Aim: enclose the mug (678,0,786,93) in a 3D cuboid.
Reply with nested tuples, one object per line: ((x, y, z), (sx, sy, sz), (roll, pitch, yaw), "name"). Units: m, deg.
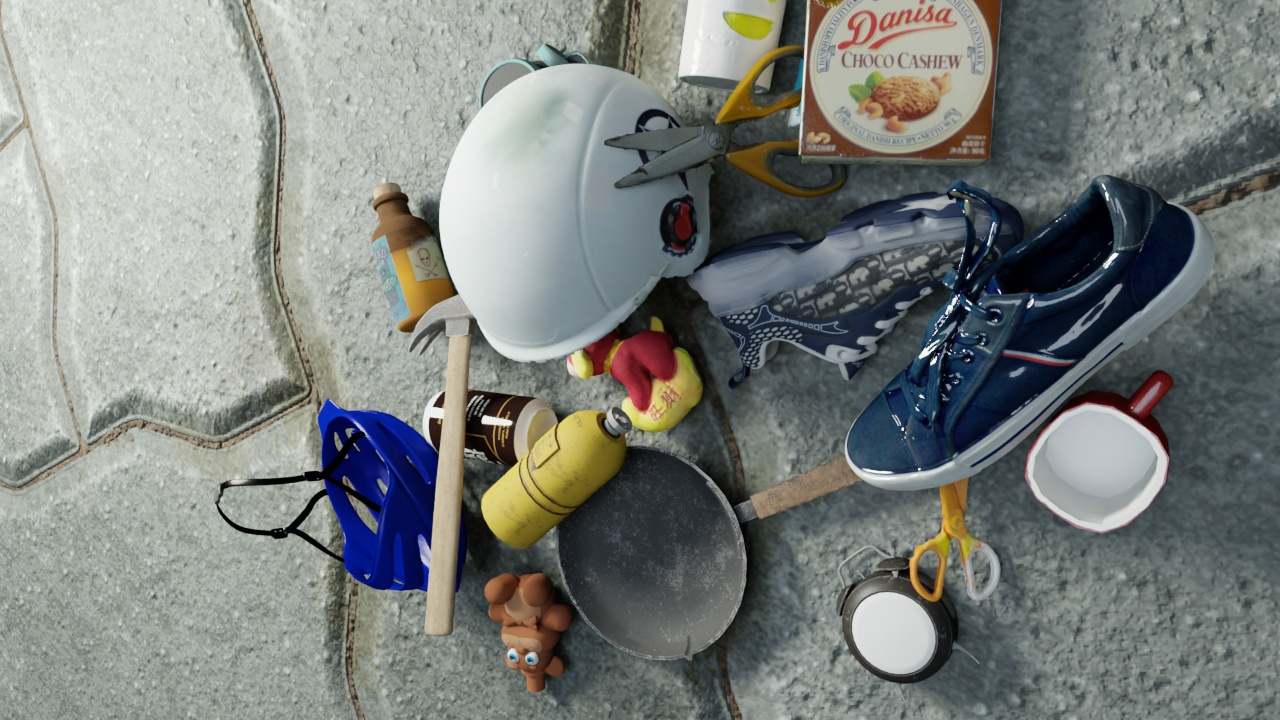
((0.079, -0.287, 0.776), (0.083, 0.082, 0.106), (14, 101, 27), "mug")

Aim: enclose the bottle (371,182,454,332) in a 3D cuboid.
((-0.248, -0.113, 0.978), (0.068, 0.067, 0.157), (-23, 82, 28), "bottle")

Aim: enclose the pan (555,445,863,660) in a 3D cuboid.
((0.072, 0.147, 0.836), (0.358, 0.040, 0.207), (-27, 80, 27), "pan")

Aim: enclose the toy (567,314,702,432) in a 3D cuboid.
((-0.005, 0.005, 0.856), (0.137, 0.067, 0.106), (29, 109, 16), "toy")

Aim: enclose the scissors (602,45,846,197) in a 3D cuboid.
((0.077, -0.166, 0.730), (0.166, 0.224, 0.016), (62, 157, -13), "scissors")

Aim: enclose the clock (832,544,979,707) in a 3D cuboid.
((0.210, 0.216, 0.760), (0.091, 0.043, 0.123), (-44, 73, 24), "clock")

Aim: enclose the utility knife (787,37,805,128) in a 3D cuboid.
((0.146, -0.277, 0.779), (0.022, 0.015, 0.158), (14, 99, 50), "utility knife")

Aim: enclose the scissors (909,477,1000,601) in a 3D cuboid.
((0.262, 0.131, 0.736), (0.084, 0.012, 0.133), (14, 83, -6), "scissors")

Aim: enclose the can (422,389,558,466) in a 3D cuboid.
((-0.152, 0.068, 0.935), (0.129, 0.071, 0.072), (6, 96, 29), "can")

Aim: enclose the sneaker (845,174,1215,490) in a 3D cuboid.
((0.231, -0.020, 0.644), (0.295, 0.127, 0.120), (-48, 31, 34), "sneaker")

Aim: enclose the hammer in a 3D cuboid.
((-0.181, 0.095, 0.892), (0.120, 0.030, 0.331), (-4, 79, 28), "hammer")

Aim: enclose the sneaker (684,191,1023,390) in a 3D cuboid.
((0.174, -0.051, 0.745), (0.270, 0.103, 0.132), (-12, 102, 29), "sneaker")

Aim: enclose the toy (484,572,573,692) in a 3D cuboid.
((-0.116, 0.278, 0.936), (0.095, 0.065, 0.128), (1, 99, 23), "toy")

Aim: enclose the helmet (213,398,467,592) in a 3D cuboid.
((-0.298, 0.153, 0.934), (0.148, 0.227, 0.241), (-47, 67, 41), "helmet")

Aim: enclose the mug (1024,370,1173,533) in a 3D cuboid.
((0.335, 0.056, 0.650), (0.080, 0.096, 0.116), (39, 111, 21), "mug")

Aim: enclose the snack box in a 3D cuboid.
((0.199, -0.227, 0.712), (0.143, 0.041, 0.147), (3, 95, 9), "snack box")

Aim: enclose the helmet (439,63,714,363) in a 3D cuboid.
((-0.072, -0.141, 0.771), (0.237, 0.164, 0.263), (-2, 52, 36), "helmet")

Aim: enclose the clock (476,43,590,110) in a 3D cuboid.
((-0.101, -0.257, 0.894), (0.124, 0.053, 0.090), (-22, 83, 26), "clock")

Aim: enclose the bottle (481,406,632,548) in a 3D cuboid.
((-0.072, 0.102, 0.853), (0.164, 0.071, 0.071), (-43, 74, 25), "bottle")
